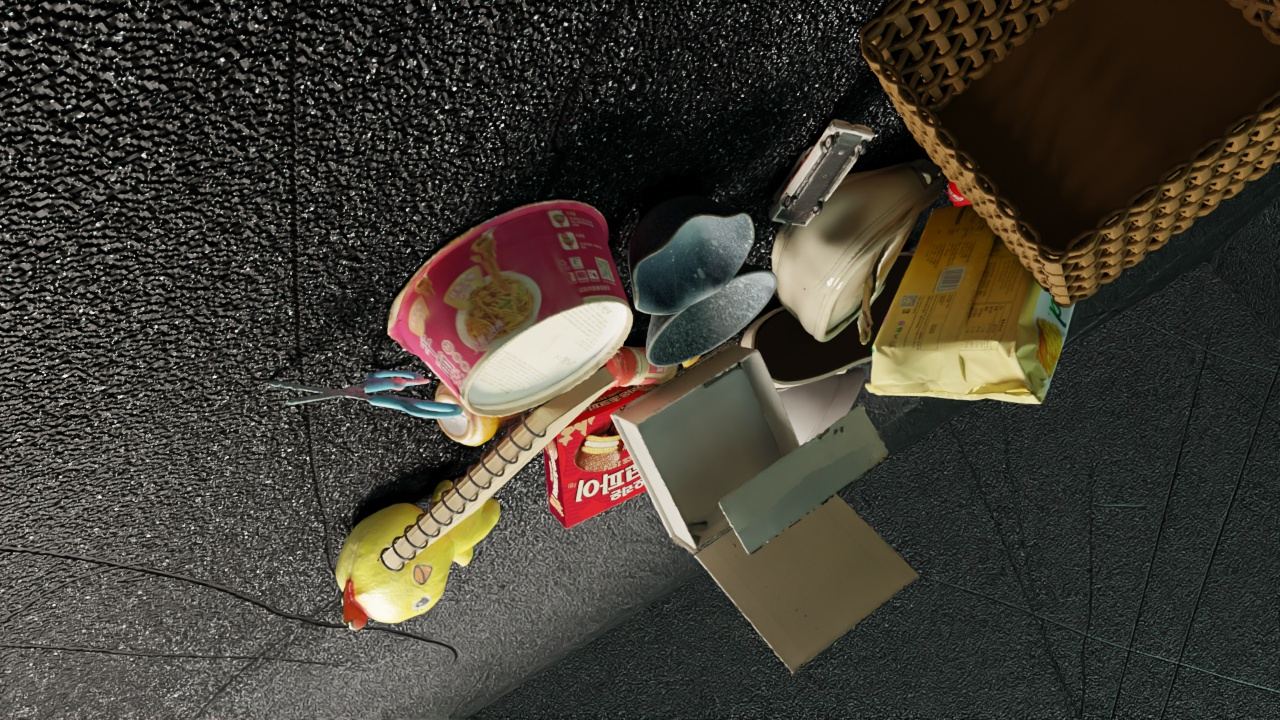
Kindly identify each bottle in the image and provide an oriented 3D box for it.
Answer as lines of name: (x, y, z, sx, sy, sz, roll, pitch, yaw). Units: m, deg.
bottle: (-0.005, 0.005, 0.917, 0.044, 0.044, 0.109, -42, 159, 26)
bottle: (0.356, -0.193, 1.003, 0.036, 0.036, 0.119, -34, 161, 5)
bottle: (-0.118, 0.026, 0.768, 0.108, 0.063, 0.063, -31, 165, -45)

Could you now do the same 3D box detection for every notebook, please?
notebook: (-0.127, 0.097, 0.823, 0.226, 0.024, 0.167, -43, 177, 23)

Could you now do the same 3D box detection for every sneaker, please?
sneaker: (0.238, -0.039, 1.122, 0.293, 0.111, 0.117, -26, -179, -21)

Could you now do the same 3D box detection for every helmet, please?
helmet: (0.191, 0.070, 1.280, 0.182, 0.117, 0.272, -57, -177, -35)

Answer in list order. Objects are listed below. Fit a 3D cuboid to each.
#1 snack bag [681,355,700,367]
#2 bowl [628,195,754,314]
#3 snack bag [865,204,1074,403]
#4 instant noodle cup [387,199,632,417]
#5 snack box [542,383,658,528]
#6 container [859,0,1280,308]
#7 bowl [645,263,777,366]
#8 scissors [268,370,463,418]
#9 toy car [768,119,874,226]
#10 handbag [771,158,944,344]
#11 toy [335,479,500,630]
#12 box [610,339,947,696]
snack bag: (0.058, -0.022, 0.972, 0.020, 0.026, 0.099, -23, 160, -26)
bowl: (0.031, -0.091, 0.715, 0.110, 0.055, 0.110, -25, 152, -15)
snack bag: (0.314, -0.065, 0.852, 0.160, 0.068, 0.246, -2, -133, 43)
instant noodle cup: (-0.082, -0.028, 0.669, 0.178, 0.077, 0.179, -29, 160, -11)
snack box: (-0.031, 0.095, 1.010, 0.151, 0.036, 0.133, -22, 128, -27)
container: (0.345, -0.209, 0.672, 0.252, 0.219, 0.213, -39, 159, 18)
bowl: (0.051, -0.057, 0.830, 0.137, 0.057, 0.137, -28, 160, -11)
scissors: (-0.179, 0.026, 0.638, 0.134, 0.130, 0.015, -21, 122, -60)
toy car: (0.147, -0.159, 0.765, 0.039, 0.039, 0.113, 6, 144, -20)
handbag: (0.231, -0.092, 0.937, 0.183, 0.132, 0.230, -33, 164, -20)
toy: (-0.230, 0.190, 0.950, 0.207, 0.092, 0.134, -29, 128, -29)
box: (0.129, 0.148, 0.930, 0.167, 0.330, 0.165, -31, 148, -16)
